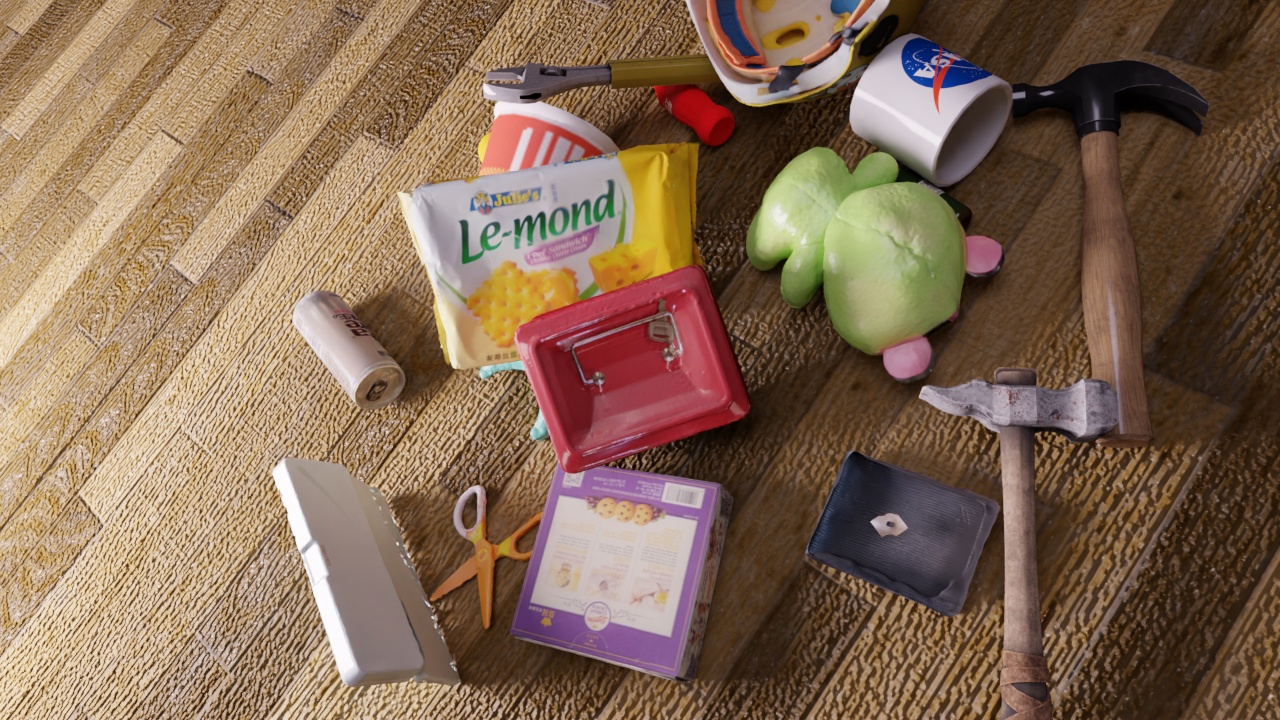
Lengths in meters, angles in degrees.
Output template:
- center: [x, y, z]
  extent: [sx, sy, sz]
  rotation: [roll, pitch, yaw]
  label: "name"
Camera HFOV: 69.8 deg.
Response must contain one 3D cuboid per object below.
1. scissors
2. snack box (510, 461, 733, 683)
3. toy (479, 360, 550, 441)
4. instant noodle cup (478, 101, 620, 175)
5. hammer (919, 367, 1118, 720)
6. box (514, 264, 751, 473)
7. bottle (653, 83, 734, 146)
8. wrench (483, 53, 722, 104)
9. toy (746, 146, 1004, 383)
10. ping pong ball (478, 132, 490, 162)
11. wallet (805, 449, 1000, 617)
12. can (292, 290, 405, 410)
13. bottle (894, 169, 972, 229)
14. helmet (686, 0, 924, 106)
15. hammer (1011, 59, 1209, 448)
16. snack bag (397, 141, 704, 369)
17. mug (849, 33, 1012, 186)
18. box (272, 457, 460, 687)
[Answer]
- center: [-0.133, 0.160, 0.781]
  extent: [0.125, 0.011, 0.128]
  rotation: [-38, 58, 1]
  label: "scissors"
- center: [-0.014, 0.159, 0.716]
  extent: [0.144, 0.040, 0.147]
  rotation: [7, 71, 24]
  label: "snack box"
- center: [-0.092, 0.011, 0.820]
  extent: [0.085, 0.033, 0.105]
  rotation: [-49, 62, 7]
  label: "toy"
- center: [-0.097, -0.156, 0.850]
  extent: [0.123, 0.123, 0.121]
  rotation: [17, 82, 27]
  label: "instant noodle cup"
- center: [0.245, 0.160, 0.593]
  extent: [0.121, 0.049, 0.318]
  rotation: [1, 76, 13]
  label: "hammer"
- center: [-0.004, 0.004, 0.717]
  extent: [0.158, 0.092, 0.129]
  rotation: [-17, 100, 9]
  label: "box"
- center: [0.041, -0.249, 0.876]
  extent: [0.036, 0.036, 0.119]
  rotation: [-42, 59, 0]
  label: "bottle"
- center: [-0.009, -0.260, 0.835]
  extent: [0.273, 0.018, 0.083]
  rotation: [-8, 37, -15]
  label: "wrench"
- center: [0.172, -0.093, 0.721]
  extent: [0.150, 0.107, 0.197]
  rotation: [-51, 50, -5]
  label: "toy"
- center: [-0.144, -0.213, 0.933]
  extent: [0.040, 0.040, 0.040]
  rotation: [-8, 65, 18]
  label: "ping pong ball"
- center: [0.187, 0.122, 0.660]
  extent: [0.115, 0.026, 0.089]
  rotation: [20, 77, 26]
  label: "wallet"
- center: [-0.286, -0.013, 0.894]
  extent: [0.054, 0.054, 0.135]
  rotation: [-46, 59, -3]
  label: "can"
- center: [0.226, -0.140, 0.760]
  extent: [0.025, 0.025, 0.106]
  rotation: [-45, 59, -2]
  label: "bottle"
- center: [0.162, -0.332, 0.774]
  extent: [0.241, 0.139, 0.209]
  rotation: [-37, 71, 42]
  label: "helmet"
- center: [0.352, -0.085, 0.680]
  extent: [0.132, 0.040, 0.304]
  rotation: [-2, 69, 22]
  label: "hammer"
- center: [-0.064, -0.088, 0.767]
  extent: [0.247, 0.160, 0.068]
  rotation: [-9, 20, 1]
  label: "snack bag"
- center: [0.247, -0.209, 0.754]
  extent: [0.121, 0.091, 0.090]
  rotation: [-25, 53, -31]
  label: "mug"
- center: [-0.215, 0.169, 0.738]
  extent: [0.041, 0.134, 0.197]
  rotation: [-40, 59, 14]
  label: "box"
